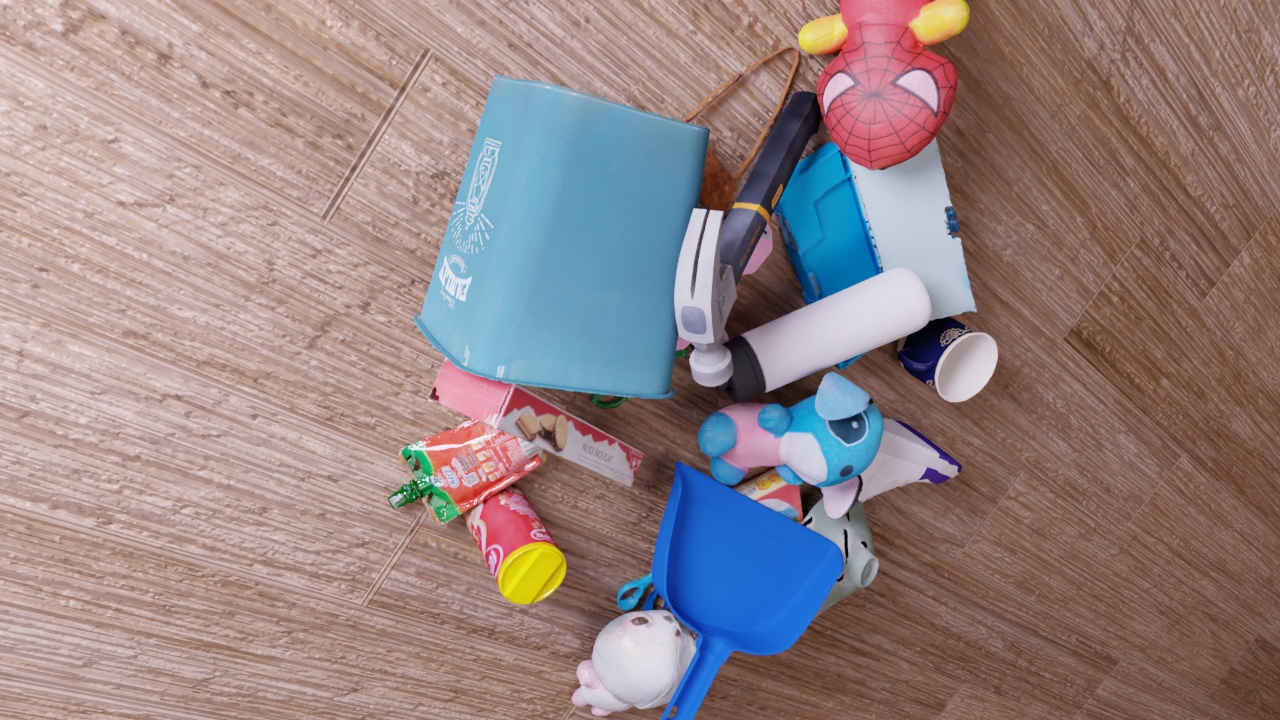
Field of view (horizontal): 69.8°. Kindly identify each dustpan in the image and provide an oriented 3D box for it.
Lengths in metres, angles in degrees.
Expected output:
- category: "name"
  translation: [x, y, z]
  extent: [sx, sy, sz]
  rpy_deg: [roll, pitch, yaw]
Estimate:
- category: "dustpan"
  translation: [0.085, 0.280, 1.016]
  extent: [0.245, 0.059, 0.257]
  rpy_deg: [29, 88, -22]

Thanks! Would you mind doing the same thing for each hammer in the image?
- category: "hammer"
  translation: [0.103, -0.133, 0.806]
  extent: [0.311, 0.035, 0.139]
  rpy_deg: [-60, 150, -37]

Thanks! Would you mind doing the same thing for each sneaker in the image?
- category: "sneaker"
  translation: [0.283, 0.128, 1.106]
  extent: [0.244, 0.092, 0.111]
  rpy_deg: [21, 105, -29]

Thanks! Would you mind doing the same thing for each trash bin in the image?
- category: "trash bin"
  translation: [-0.058, -0.105, 0.760]
  extent: [0.199, 0.196, 0.219]
  rpy_deg: [7, 105, -30]

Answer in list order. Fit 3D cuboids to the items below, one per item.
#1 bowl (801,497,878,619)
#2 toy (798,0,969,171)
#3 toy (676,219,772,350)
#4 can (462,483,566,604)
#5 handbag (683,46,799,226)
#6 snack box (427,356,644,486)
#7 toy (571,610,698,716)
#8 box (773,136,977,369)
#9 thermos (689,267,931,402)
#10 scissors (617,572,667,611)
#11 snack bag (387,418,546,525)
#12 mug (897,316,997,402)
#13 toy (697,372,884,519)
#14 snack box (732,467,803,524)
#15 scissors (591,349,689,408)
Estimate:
- category: "bowl"
  translation: [0.254, 0.249, 1.132]
  extent: [0.173, 0.068, 0.174]
  rpy_deg: [-18, 116, -42]
- category: "toy"
  translation: [0.224, -0.282, 0.829]
  extent: [0.098, 0.148, 0.216]
  rpy_deg: [-14, 109, -49]
- category: "toy"
  translation: [0.062, -0.079, 0.893]
  extent: [0.157, 0.067, 0.124]
  rpy_deg: [-32, 158, -38]
- category: "can"
  translation: [-0.125, 0.176, 0.901]
  extent: [0.066, 0.124, 0.067]
  rpy_deg: [-13, 120, -23]
- category: "handbag"
  translation: [0.089, -0.215, 0.863]
  extent: [0.195, 0.043, 0.093]
  rpy_deg: [-49, 127, -2]
- category: "snack box"
  translation: [-0.081, 0.059, 0.822]
  extent: [0.044, 0.077, 0.273]
  rpy_deg: [-66, 153, -7]
- category: "toy"
  translation: [-0.009, 0.366, 1.079]
  extent: [0.138, 0.101, 0.180]
  rpy_deg: [25, 125, -32]
- category: "box"
  translation: [0.245, -0.122, 0.975]
  extent: [0.175, 0.060, 0.244]
  rpy_deg: [-23, 125, 6]
- category: "thermos"
  translation: [0.172, -0.035, 0.941]
  extent: [0.230, 0.101, 0.069]
  rpy_deg: [-22, 142, -7]
- category: "scissors"
  translation: [0.032, 0.249, 1.088]
  extent: [0.135, 0.016, 0.083]
  rpy_deg: [-51, 129, -3]
- category: "snack bag"
  translation: [-0.172, 0.103, 0.890]
  extent: [0.155, 0.044, 0.087]
  rpy_deg: [-28, 106, -10]
- category: "mug"
  translation: [0.337, -0.009, 1.059]
  extent: [0.111, 0.089, 0.086]
  rpy_deg: [-4, 116, -25]
- category: "toy"
  translation: [0.163, 0.093, 0.979]
  extent: [0.191, 0.098, 0.224]
  rpy_deg: [-5, 143, 9]
- category: "snack box"
  translation: [0.127, 0.215, 1.097]
  extent: [0.142, 0.040, 0.145]
  rpy_deg: [-23, 123, -17]
- category: "scissors"
  translation: [-0.008, -0.009, 0.935]
  extent: [0.131, 0.012, 0.108]
  rpy_deg: [-42, 125, -2]
